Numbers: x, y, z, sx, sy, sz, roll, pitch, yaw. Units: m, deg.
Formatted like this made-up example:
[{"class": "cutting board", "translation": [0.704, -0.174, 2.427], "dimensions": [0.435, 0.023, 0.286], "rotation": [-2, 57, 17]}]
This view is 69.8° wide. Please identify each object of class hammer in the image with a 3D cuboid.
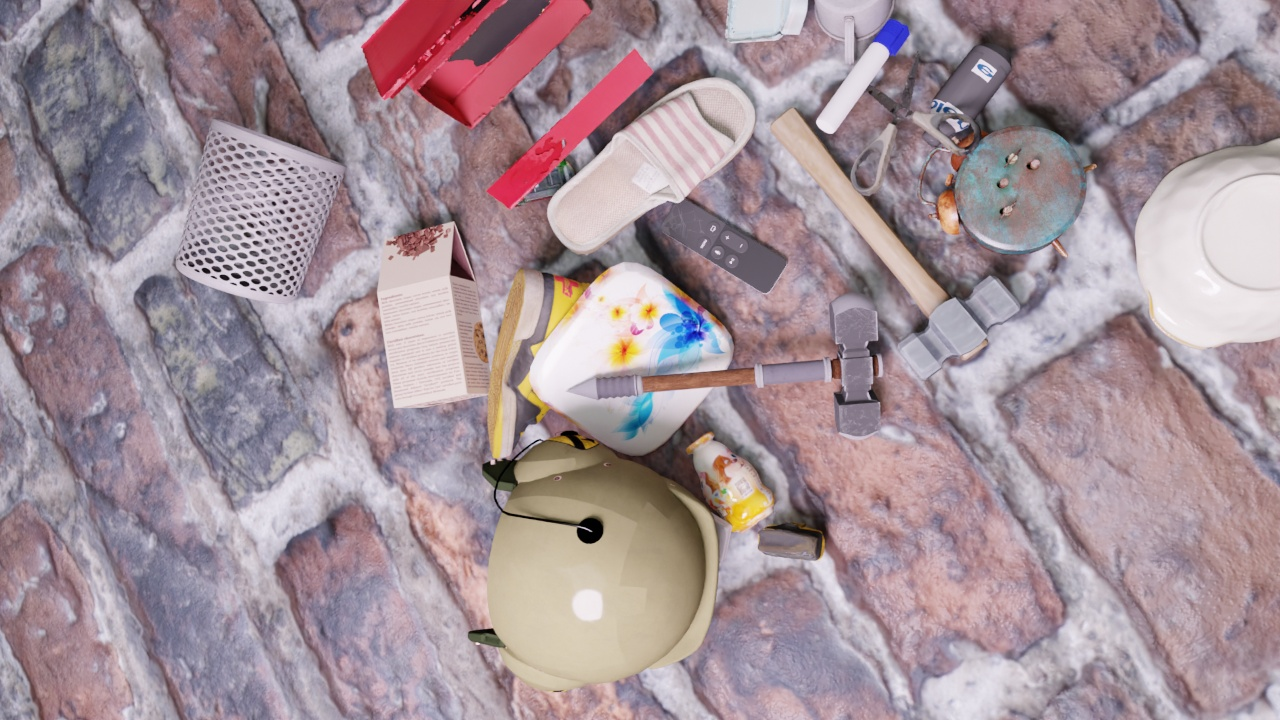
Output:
[{"class": "hammer", "translation": [0.085, 0.018, 0.949], "dimensions": [0.322, 0.043, 0.156], "rotation": [-5, 107, 5]}, {"class": "hammer", "translation": [0.245, -0.136, 0.957], "dimensions": [0.117, 0.051, 0.322], "rotation": [-39, 76, 12]}]

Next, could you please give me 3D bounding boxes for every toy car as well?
[{"class": "toy car", "translation": [-0.119, -0.205, 1.069], "dimensions": [0.091, 0.036, 0.042], "rotation": [-13, 92, 4]}]

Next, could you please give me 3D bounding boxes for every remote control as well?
[{"class": "remote control", "translation": [0.038, 0.166, 0.995], "dimensions": [0.136, 0.011, 0.050], "rotation": [28, 129, 30]}, {"class": "remote control", "translation": [0.092, -0.128, 1.019], "dimensions": [0.147, 0.008, 0.045], "rotation": [34, 98, 15]}]

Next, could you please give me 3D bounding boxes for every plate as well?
[{"class": "plate", "translation": [-0.006, 0.006, 0.983], "dimensions": [0.187, 0.016, 0.187], "rotation": [36, 100, -23]}]

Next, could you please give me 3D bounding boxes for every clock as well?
[{"class": "clock", "translation": [0.356, -0.170, 0.910], "dimensions": [0.158, 0.073, 0.121], "rotation": [17, 93, 17]}]

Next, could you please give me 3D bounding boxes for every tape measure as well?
[{"class": "tape measure", "translation": [0.160, 0.188, 0.961], "dimensions": [0.066, 0.064, 0.037], "rotation": [2, 81, 25]}]

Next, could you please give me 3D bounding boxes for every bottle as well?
[{"class": "bottle", "translation": [0.094, 0.129, 0.983], "dimensions": [0.063, 0.063, 0.109], "rotation": [-37, 78, 12]}, {"class": "bottle", "translation": [0.329, -0.269, 0.934], "dimensions": [0.047, 0.047, 0.112], "rotation": [39, 99, 14]}]

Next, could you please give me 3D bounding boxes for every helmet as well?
[{"class": "helmet", "translation": [-0.039, 0.201, 0.908], "dimensions": [0.233, 0.255, 0.250], "rotation": [6, 92, 20]}]

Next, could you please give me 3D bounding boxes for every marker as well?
[{"class": "marker", "translation": [0.232, -0.297, 0.960], "dimensions": [0.027, 0.023, 0.133], "rotation": [32, 84, 37]}]

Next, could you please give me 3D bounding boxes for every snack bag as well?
[{"class": "snack bag", "translation": [-0.247, -0.054, 1.085], "dimensions": [0.094, 0.069, 0.206], "rotation": [-11, 85, 16]}]

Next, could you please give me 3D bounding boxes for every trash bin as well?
[{"class": "trash bin", "translation": [-0.463, -0.177, 1.112], "dimensions": [0.156, 0.156, 0.183], "rotation": [23, 97, 16]}]

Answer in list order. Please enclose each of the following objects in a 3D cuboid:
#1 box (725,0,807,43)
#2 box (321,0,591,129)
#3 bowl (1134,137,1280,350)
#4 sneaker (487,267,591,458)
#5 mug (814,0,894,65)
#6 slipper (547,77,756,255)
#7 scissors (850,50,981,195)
[{"class": "box", "translation": [0.144, -0.450, 0.983], "dimensions": [0.122, 0.078, 0.197], "rotation": [3, 88, 36]}, {"class": "box", "translation": [-0.185, -0.357, 0.924], "dimensions": [0.212, 0.377, 0.124], "rotation": [-41, 94, 10]}, {"class": "bowl", "translation": [0.569, -0.112, 0.852], "dimensions": [0.188, 0.060, 0.219], "rotation": [35, 98, 15]}, {"class": "sneaker", "translation": [-0.100, 0.010, 1.035], "dimensions": [0.122, 0.086, 0.239], "rotation": [5, 123, -18]}, {"class": "mug", "translation": [0.221, -0.372, 0.958], "dimensions": [0.084, 0.070, 0.113], "rotation": [2, 87, 16]}, {"class": "slipper", "translation": [0.010, -0.215, 1.015], "dimensions": [0.263, 0.052, 0.115], "rotation": [-36, 82, 7]}, {"class": "scissors", "translation": [0.270, -0.238, 0.926], "dimensions": [0.158, 0.012, 0.170], "rotation": [23, 85, 38]}]
